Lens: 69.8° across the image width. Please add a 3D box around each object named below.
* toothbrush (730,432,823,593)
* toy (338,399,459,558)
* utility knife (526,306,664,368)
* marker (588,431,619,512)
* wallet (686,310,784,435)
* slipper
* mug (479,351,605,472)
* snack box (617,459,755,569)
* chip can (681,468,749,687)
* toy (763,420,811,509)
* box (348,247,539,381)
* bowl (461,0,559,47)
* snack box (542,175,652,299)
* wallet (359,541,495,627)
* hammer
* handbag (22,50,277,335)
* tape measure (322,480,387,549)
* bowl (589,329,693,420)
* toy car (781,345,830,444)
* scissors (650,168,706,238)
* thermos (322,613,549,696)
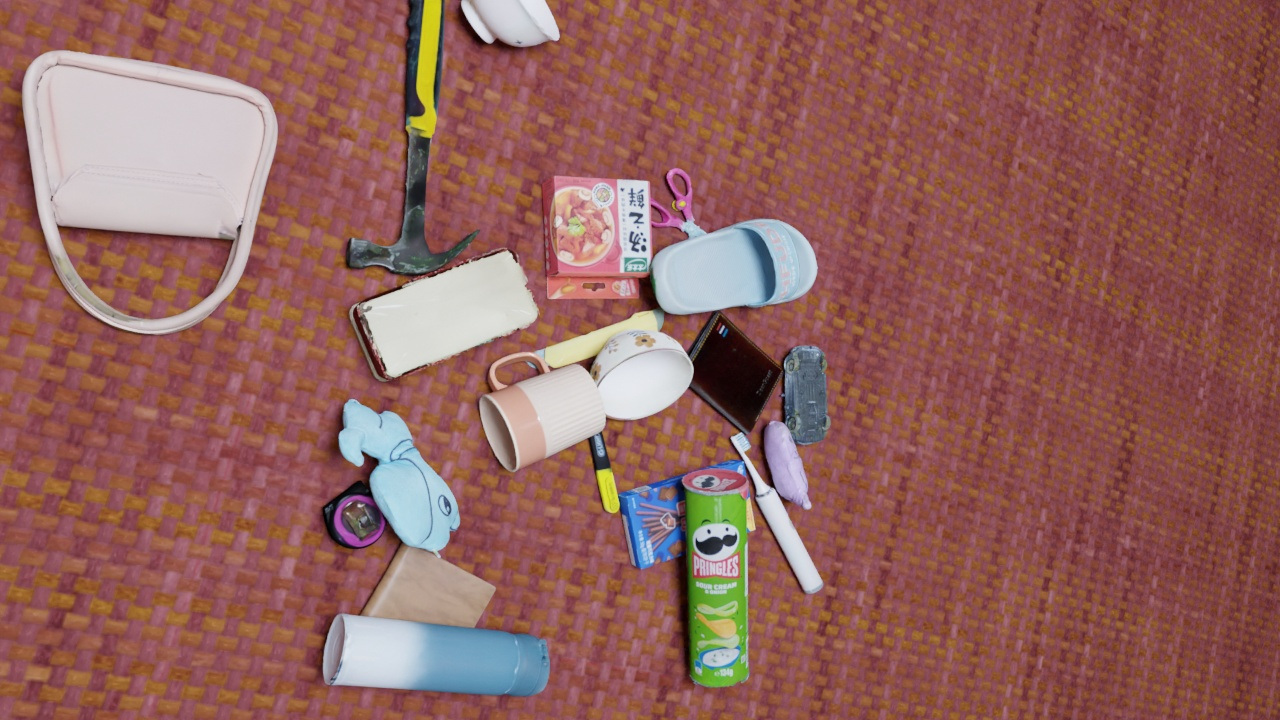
[{"bbox_3d":[0.162,0.183,1.102,0.026,0.026,0.221,-28,102,-1],"label":"toothbrush"},{"bbox_3d":[-0.227,0.117,0.880,0.161,0.050,0.156,36,31,-59],"label":"toy"},{"bbox_3d":[-0.047,-0.022,1.009,0.172,0.019,0.031,-20,93,-26],"label":"utility knife"},{"bbox_3d":[-0.043,0.108,1.010,0.018,0.015,0.124,-15,94,-28],"label":"marker"},{"bbox_3d":[0.108,0.015,1.083,0.122,0.020,0.096,40,73,-22],"label":"wallet"},{"bbox_3d":[0.117,-0.107,1.043,0.244,0.074,0.104,-14,96,-37],"label":"slipper"},{"bbox_3d":[-0.108,0.044,0.950,0.105,0.082,0.114,-22,73,-26],"label":"mug"},{"bbox_3d":[0.056,0.173,1.049,0.157,0.026,0.084,-13,96,-25],"label":"snack box"},{"bbox_3d":[0.085,0.242,1.015,0.072,0.072,0.236,-9,105,-26],"label":"chip can"},{"bbox_3d":[0.172,0.123,1.084,0.039,0.084,0.108,-17,91,-5],"label":"toy"},{"bbox_3d":[-0.190,-0.044,0.906,0.168,0.079,0.091,-24,99,-24],"label":"box"},{"bbox_3d":[-0.142,-0.363,0.935,0.065,0.118,0.118,-28,104,16],"label":"bowl"},{"bbox_3d":[-0.045,-0.131,0.996,0.113,0.044,0.127,-3,91,-26],"label":"snack box"},{"bbox_3d":[-0.215,0.249,0.924,0.115,0.020,0.101,34,77,-24],"label":"wallet"},{"bbox_3d":[-0.218,-0.246,0.922,0.126,0.032,0.323,5,87,-26],"label":"hammer"},{"bbox_3d":[-0.427,-0.138,0.801,0.193,0.093,0.234,2,96,-26],"label":"handbag"},{"bbox_3d":[-0.273,0.152,0.884,0.057,0.039,0.058,-36,104,-22],"label":"tape measure"},{"bbox_3d":[-0.006,0.006,0.992,0.113,0.114,0.062,-4,50,-26],"label":"bowl"},{"bbox_3d":[0.199,0.042,1.115,0.054,0.037,0.120,0,89,-28],"label":"toy car"},{"bbox_3d":[0.050,-0.150,1.061,0.096,0.017,0.137,-34,107,-23],"label":"scissors"},{"bbox_3d":[-0.192,0.291,0.893,0.220,0.070,0.070,17,82,-30],"label":"thermos"}]
